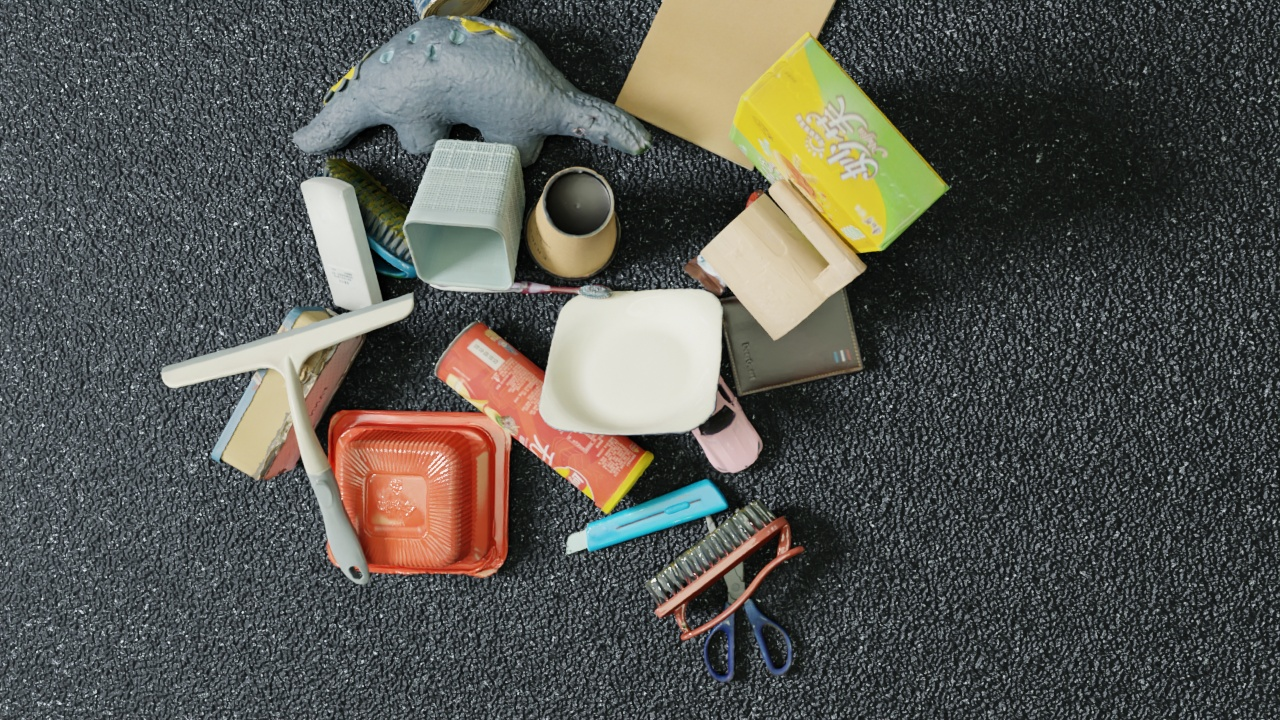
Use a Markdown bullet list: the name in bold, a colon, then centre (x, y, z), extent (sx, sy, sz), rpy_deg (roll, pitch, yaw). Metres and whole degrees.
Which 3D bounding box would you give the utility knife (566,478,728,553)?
- **utility knife**: centre (0.003, 0.155, 0.894), extent (0.166, 0.018, 0.034), rpy_deg (-21, 89, 8)

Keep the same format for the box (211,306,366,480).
- **box**: centre (-0.342, 0.037, 0.892), extent (0.059, 0.090, 0.184), rpy_deg (32, 92, 0)

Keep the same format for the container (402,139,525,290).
- **container**: centre (-0.155, -0.137, 0.843), extent (0.090, 0.090, 0.111), rpy_deg (5, 58, 3)

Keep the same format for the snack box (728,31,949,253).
- **snack box**: centre (0.153, -0.166, 0.762), extent (0.070, 0.210, 0.157), rpy_deg (-43, 92, 5)

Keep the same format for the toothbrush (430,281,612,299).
- **toothbrush**: centre (-0.119, -0.072, 0.893), extent (0.188, 0.017, 0.016), rpy_deg (5, 90, 11)

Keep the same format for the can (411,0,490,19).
- **can**: centre (-0.195, -0.380, 0.866), extent (0.075, 0.075, 0.111), rpy_deg (-26, 89, 7)

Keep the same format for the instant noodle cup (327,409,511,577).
- **instant noodle cup**: centre (-0.221, 0.133, 0.888), extent (0.189, 0.079, 0.164), rpy_deg (0, 94, 4)

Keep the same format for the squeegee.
- **squeegee**: centre (-0.292, 0.090, 0.830), extent (0.246, 0.039, 0.246), rpy_deg (-16, 93, 4)

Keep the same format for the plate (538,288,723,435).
- **plate**: centre (-0.005, 0.005, 0.851), extent (0.164, 0.034, 0.164), rpy_deg (0, 55, 13)

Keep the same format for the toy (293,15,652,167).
- **toy**: centre (-0.162, -0.250, 0.861), extent (0.356, 0.091, 0.138), rpy_deg (5, 108, 10)

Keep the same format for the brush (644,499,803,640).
- **brush**: centre (0.080, 0.195, 0.855), extent (0.146, 0.063, 0.069), rpy_deg (-39, 73, 4)

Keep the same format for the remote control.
- **remote control**: centre (-0.283, -0.108, 0.875), extent (0.056, 0.019, 0.135), rpy_deg (14, 128, 27)

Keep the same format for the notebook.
- **notebook**: centre (0.086, -0.308, 0.870), extent (0.149, 0.012, 0.211), rpy_deg (26, 95, 6)

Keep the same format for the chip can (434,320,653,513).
- **chip can**: centre (-0.092, 0.053, 0.873), extent (0.216, 0.073, 0.073), rpy_deg (38, 95, 3)

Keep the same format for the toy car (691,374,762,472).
- **toy car**: centre (0.069, 0.051, 0.873), extent (0.056, 0.037, 0.122), rpy_deg (-33, 89, 8)

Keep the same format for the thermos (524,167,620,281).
- **thermos**: centre (-0.060, -0.125, 0.834), extent (0.093, 0.143, 0.093), rpy_deg (0, 86, -6)

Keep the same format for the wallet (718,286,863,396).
- **wallet**: centre (0.141, -0.024, 0.872), extent (0.122, 0.020, 0.096), rpy_deg (-12, 91, 9)

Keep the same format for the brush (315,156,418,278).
- **brush**: centre (-0.263, -0.131, 0.896), extent (0.144, 0.055, 0.074), rpy_deg (40, 119, 3)

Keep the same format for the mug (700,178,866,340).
- **mug**: centre (0.123, -0.090, 0.797), extent (0.103, 0.125, 0.084), rpy_deg (47, 60, -1)

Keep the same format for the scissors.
- **scissors**: centre (0.103, 0.231, 0.889), extent (0.147, 0.012, 0.169), rpy_deg (23, 93, 7)

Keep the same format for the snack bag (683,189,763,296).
- **snack bag**: centre (0.091, -0.111, 0.869), extent (0.045, 0.026, 0.105), rpy_deg (42, 98, -1)
